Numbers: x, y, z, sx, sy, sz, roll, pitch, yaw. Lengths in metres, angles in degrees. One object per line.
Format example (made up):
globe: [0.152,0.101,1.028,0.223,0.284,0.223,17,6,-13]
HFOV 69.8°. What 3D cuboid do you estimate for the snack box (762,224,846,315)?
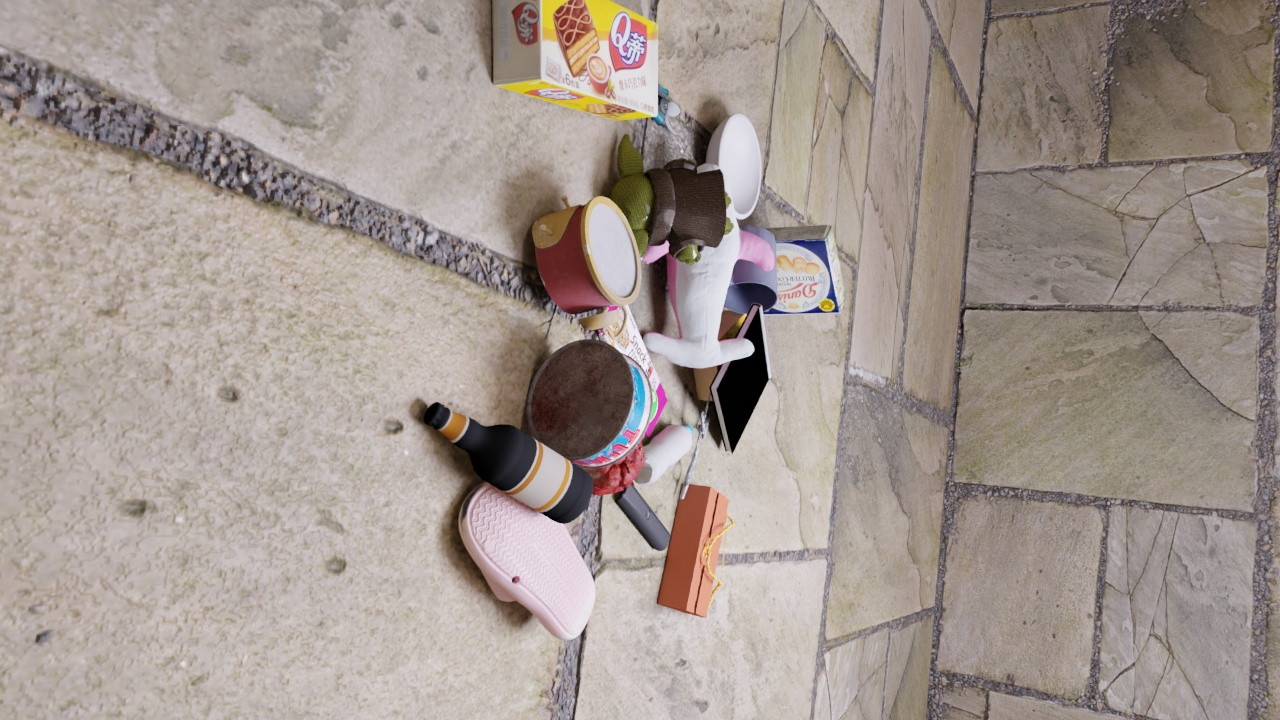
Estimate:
snack box: [0.237,-0.139,1.436,0.042,0.145,0.145,-61,141,-43]

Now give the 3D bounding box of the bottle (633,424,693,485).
bottle: [0.032,0.118,1.206,0.135,0.044,0.044,-33,121,-54]

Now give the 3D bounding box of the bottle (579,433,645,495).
bottle: [-0.043,0.108,1.040,0.110,0.099,0.099,-63,144,-52]

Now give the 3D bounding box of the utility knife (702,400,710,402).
utility knife: [0.134,0.052,1.409,0.165,0.015,0.022,-6,105,-57]

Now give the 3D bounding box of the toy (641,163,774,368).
toy: [0.076,-0.123,1.219,0.186,0.128,0.265,2,92,-15]

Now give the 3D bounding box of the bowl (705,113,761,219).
bowl: [0.128,-0.281,1.335,0.149,0.043,0.149,-9,100,-60]

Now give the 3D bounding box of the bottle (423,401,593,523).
bottle: [-0.129,0.093,0.882,0.181,0.059,0.059,37,59,-30]

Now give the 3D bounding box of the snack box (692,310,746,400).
snack box: [0.122,-0.009,1.352,0.125,0.040,0.088,-43,129,-50]

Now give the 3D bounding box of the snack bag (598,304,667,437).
snack bag: [-0.007,0.007,1.156,0.070,0.016,0.197,-62,142,-39]

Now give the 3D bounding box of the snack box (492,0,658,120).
snack box: [-0.063,-0.331,0.982,0.229,0.062,0.110,-8,99,-59]

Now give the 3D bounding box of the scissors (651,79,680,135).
scissors: [0.010,-0.328,1.151,0.124,0.019,0.155,-61,140,-35]

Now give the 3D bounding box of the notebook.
notebook: [0.149,0.030,1.339,0.148,0.016,0.207,-61,156,-22]

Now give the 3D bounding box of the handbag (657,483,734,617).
handbag: [0.089,0.274,1.309,0.109,0.060,0.171,42,57,-58]

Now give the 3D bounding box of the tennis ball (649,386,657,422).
tennis ball: [-0.012,0.051,1.102,0.065,0.065,0.065,-9,100,-59]

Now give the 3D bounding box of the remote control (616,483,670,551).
remote control: [0.004,0.202,1.195,0.147,0.015,0.033,58,45,-45]

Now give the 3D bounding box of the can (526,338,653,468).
can: [-0.054,0.046,0.964,0.044,0.130,0.129,32,66,-57]

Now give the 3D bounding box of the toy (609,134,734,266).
toy: [0.038,-0.182,1.099,0.078,0.152,0.179,125,-36,-70]

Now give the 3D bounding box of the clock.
clock: [-0.056,-0.095,0.993,0.159,0.081,0.116,63,30,-27]

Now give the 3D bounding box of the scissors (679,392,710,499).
scissors: [0.083,0.110,1.287,0.141,0.014,0.175,9,97,-80]

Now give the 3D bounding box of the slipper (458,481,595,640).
slipper: [-0.114,0.207,0.952,0.222,0.056,0.106,57,43,-33]

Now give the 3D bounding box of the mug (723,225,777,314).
mug: [0.144,-0.140,1.337,0.124,0.084,0.103,25,55,-30]
